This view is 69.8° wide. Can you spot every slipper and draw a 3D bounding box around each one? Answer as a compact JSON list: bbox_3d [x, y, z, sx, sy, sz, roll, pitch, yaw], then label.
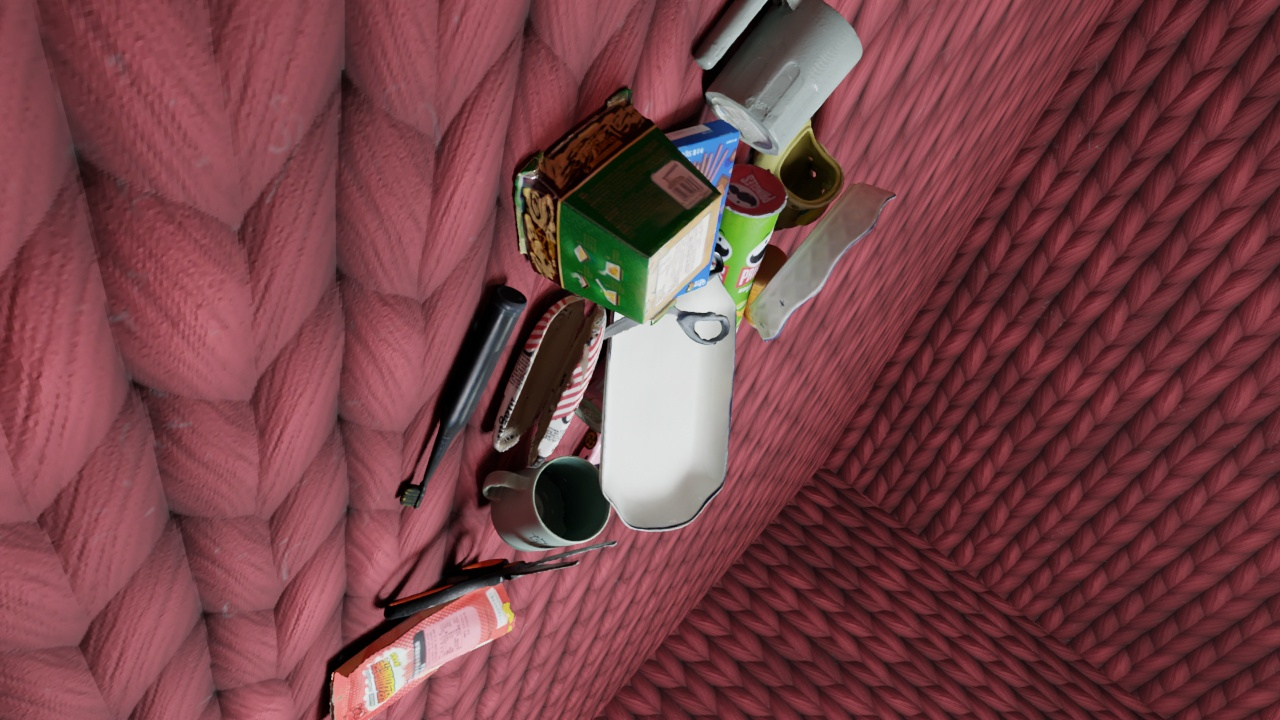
[{"bbox_3d":[0.166,-0.185,0.963,0.091,0.081,0.190,-48,159,-5],"label":"slipper"}]

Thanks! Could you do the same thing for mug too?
[{"bbox_3d":[0.103,-0.239,0.724,0.103,0.084,0.124,-52,136,0],"label":"mug"},{"bbox_3d":[-0.102,0.135,0.880,0.107,0.111,0.082,-23,-133,53],"label":"mug"}]

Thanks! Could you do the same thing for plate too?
[{"bbox_3d":[0.185,-0.108,0.977,0.205,0.045,0.205,-50,178,-3],"label":"plate"},{"bbox_3d":[0.021,0.030,0.885,0.161,0.034,0.265,1,93,-39],"label":"plate"}]

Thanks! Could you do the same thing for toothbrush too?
[{"bbox_3d":[-0.141,0.036,0.706,0.027,0.026,0.213,13,120,-33],"label":"toothbrush"}]

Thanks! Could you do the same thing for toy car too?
[{"bbox_3d":[-0.055,0.128,1.055,0.056,0.037,0.122,14,112,-50],"label":"toy car"}]

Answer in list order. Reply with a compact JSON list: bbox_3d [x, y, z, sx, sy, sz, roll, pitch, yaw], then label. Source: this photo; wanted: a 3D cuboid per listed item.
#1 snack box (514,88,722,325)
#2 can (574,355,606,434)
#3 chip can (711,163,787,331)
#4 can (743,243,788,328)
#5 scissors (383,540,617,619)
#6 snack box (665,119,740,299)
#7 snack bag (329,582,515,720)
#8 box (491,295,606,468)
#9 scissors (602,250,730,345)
[{"bbox_3d":[-0.008,-0.099,0.646,0.118,0.105,0.118,-45,160,-25],"label":"snack box"},{"bbox_3d":[-0.006,0.005,0.931,0.147,0.058,0.058,-46,161,-20],"label":"can"},{"bbox_3d":[0.087,-0.093,0.953,0.072,0.072,0.237,-41,160,-32],"label":"chip can"},{"bbox_3d":[0.155,-0.090,1.150,0.058,0.058,0.146,-49,162,-10],"label":"can"},{"bbox_3d":[-0.139,0.208,0.868,0.223,0.021,0.221,-16,177,-25],"label":"scissors"},{"bbox_3d":[0.032,-0.120,0.776,0.084,0.026,0.157,-23,140,-33],"label":"snack box"},{"bbox_3d":[-0.226,0.299,0.944,0.207,0.073,0.129,-26,145,-45],"label":"snack bag"},{"bbox_3d":[-0.086,0.012,0.784,0.074,0.079,0.164,-78,-169,-59],"label":"box"},{"bbox_3d":[0.022,-0.052,0.849,0.159,0.014,0.171,42,69,-31],"label":"scissors"}]
